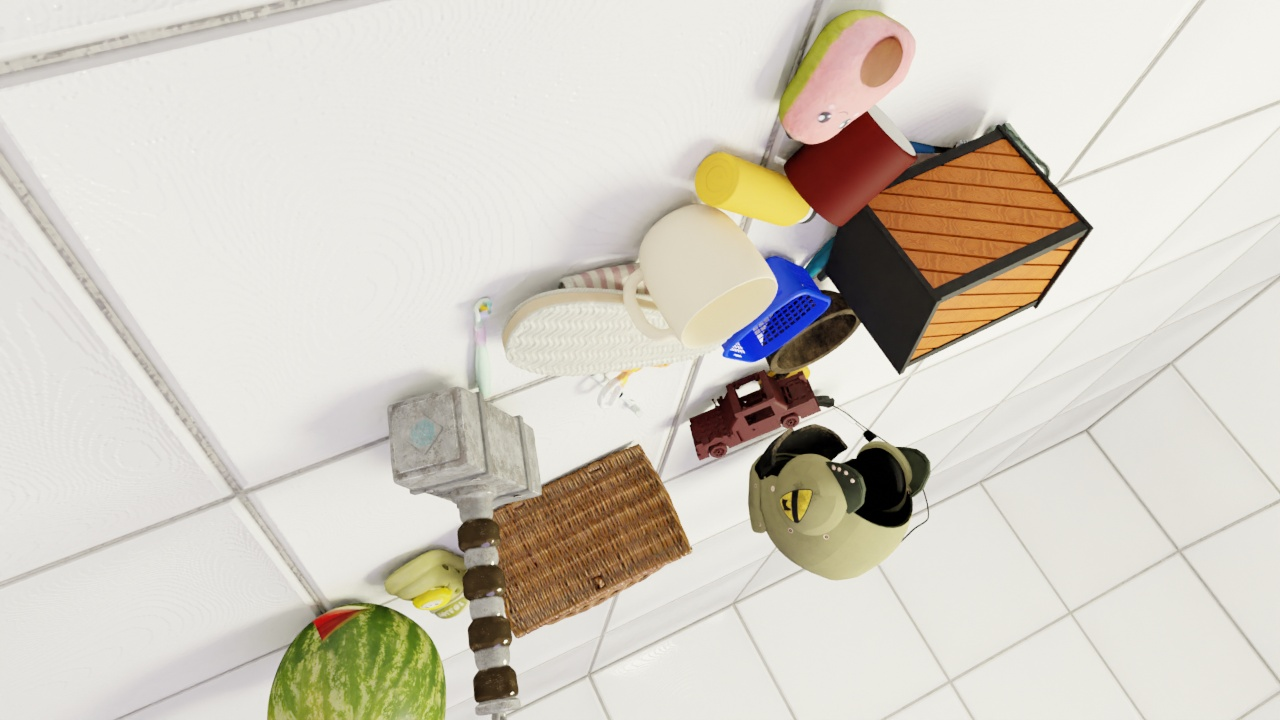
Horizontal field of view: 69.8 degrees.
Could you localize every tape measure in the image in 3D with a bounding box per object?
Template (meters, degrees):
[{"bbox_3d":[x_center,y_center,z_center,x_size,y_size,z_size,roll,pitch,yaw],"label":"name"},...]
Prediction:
[{"bbox_3d":[0.201,0.023,1.239,0.068,0.030,0.059,0,145,-49],"label":"tape measure"}]

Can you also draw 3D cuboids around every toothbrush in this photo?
[{"bbox_3d":[-0.139,-0.006,0.815,0.022,0.015,0.155,-57,170,-30],"label":"toothbrush"},{"bbox_3d":[0.269,-0.203,0.874,0.167,0.014,0.014,-8,152,-39],"label":"toothbrush"},{"bbox_3d":[-0.028,0.034,1.019,0.012,0.017,0.187,-44,156,0],"label":"toothbrush"}]

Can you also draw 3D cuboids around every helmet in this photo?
[{"bbox_3d":[-0.361,0.435,1.186,0.213,0.246,0.243,-13,115,5],"label":"helmet"},{"bbox_3d":[0.271,0.189,1.342,0.249,0.255,0.234,-4,143,-42],"label":"helmet"}]

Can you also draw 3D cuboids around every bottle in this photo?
[{"bbox_3d":[0.105,-0.141,0.779,0.043,0.043,0.143,-43,153,29],"label":"bottle"}]

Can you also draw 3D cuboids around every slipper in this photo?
[{"bbox_3d":[-0.012,-0.040,0.845,0.262,0.052,0.115,-2,143,-40],"label":"slipper"},{"bbox_3d":[-0.269,0.310,1.234,0.092,0.081,0.190,-29,159,6],"label":"slipper"}]

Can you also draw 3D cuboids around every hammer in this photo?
[{"bbox_3d":[-0.143,0.194,0.834,0.079,0.325,0.177,-15,159,12],"label":"hammer"}]

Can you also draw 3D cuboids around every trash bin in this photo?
[{"bbox_3d":[0.304,-0.107,0.905,0.171,0.139,0.140,-24,154,-11],"label":"trash bin"}]

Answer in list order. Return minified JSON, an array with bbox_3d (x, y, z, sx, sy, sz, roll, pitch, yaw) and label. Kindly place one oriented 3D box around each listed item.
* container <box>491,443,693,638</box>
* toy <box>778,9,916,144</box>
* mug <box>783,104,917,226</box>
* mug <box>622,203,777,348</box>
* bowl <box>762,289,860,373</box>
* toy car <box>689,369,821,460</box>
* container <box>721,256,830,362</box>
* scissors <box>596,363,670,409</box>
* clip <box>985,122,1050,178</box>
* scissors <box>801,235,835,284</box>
[{"bbox_3d":[-0.074,0.253,1.243,0.249,0.162,0.183,-25,160,-8],"label":"container"},{"bbox_3d":[0.150,-0.208,0.683,0.089,0.051,0.110,-1,145,-45],"label":"toy"},{"bbox_3d":[0.181,-0.171,0.781,0.083,0.073,0.105,-43,176,29],"label":"mug"},{"bbox_3d":[0.040,-0.072,0.774,0.120,0.099,0.096,-30,159,-2],"label":"mug"},{"bbox_3d":[0.188,-0.043,1.056,0.121,0.056,0.121,-24,156,-11],"label":"bowl"},{"bbox_3d":[0.141,0.065,1.189,0.170,0.070,0.062,-24,130,10],"label":"toy car"},{"bbox_3d":[0.130,-0.055,0.963,0.114,0.058,0.096,-40,154,24],"label":"container"},{"bbox_3d":[-0.009,0.009,0.977,0.125,0.011,0.131,2,130,-56],"label":"scissors"},{"bbox_3d":[0.376,-0.204,0.916,0.044,0.076,0.023,-18,154,-26],"label":"clip"},{"bbox_3d":[0.213,-0.127,0.961,0.146,0.019,0.133,-29,158,2],"label":"scissors"}]
